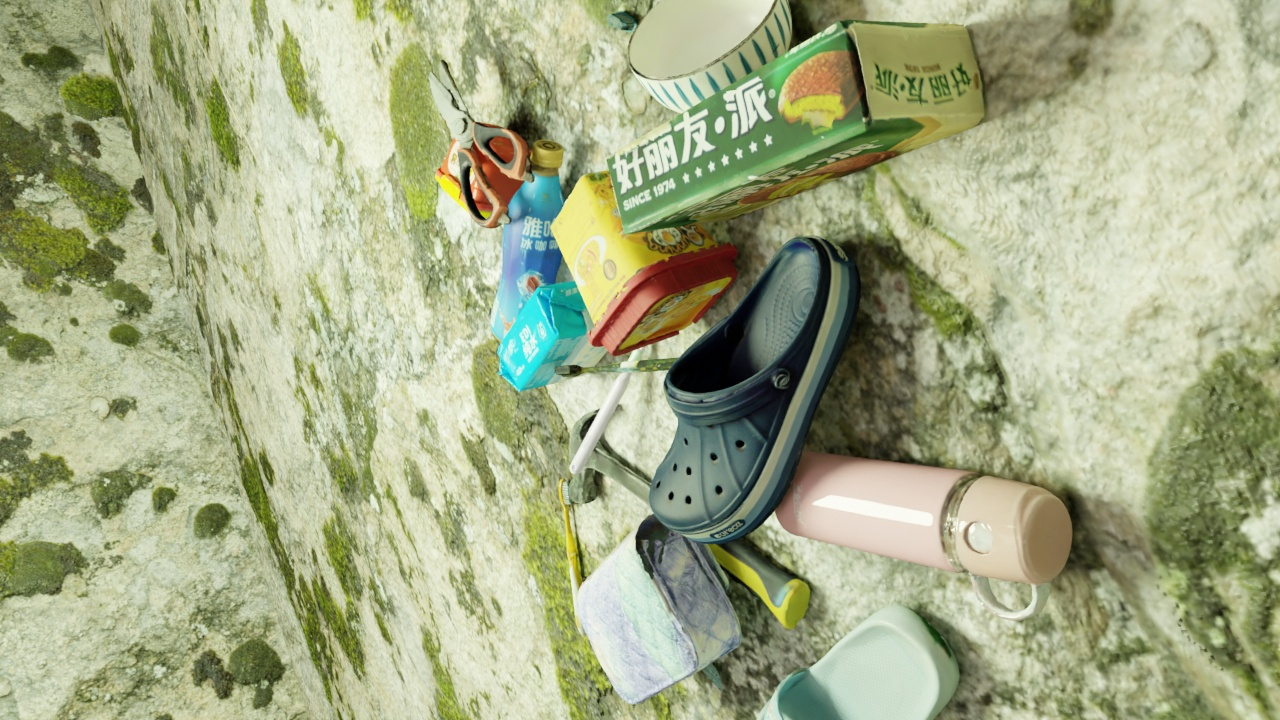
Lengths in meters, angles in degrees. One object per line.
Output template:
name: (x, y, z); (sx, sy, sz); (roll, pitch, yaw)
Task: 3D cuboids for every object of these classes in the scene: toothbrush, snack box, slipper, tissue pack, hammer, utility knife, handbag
toothbrush: (-0.005, 0.005, 0.828); (0.186, 0.017, 0.012); (-4, 80, 37)
snack box: (-0.159, -0.201, 0.964); (0.091, 0.081, 0.080); (43, 120, 36)
snack box: (0.090, -0.146, 0.608); (0.241, 0.114, 0.063); (-12, 91, 54)
slipper: (0.154, 0.278, 0.708); (0.104, 0.074, 0.246); (52, 137, 27)
tissue pack: (-0.079, -0.027, 0.900); (0.063, 0.089, 0.140); (63, 143, 18)
toothbrush: (0.030, -0.247, 0.735); (0.191, 0.018, 0.016); (42, 133, 38)
toothbrush: (-0.074, 0.227, 1.050); (0.018, 0.016, 0.191); (3, 104, 44)
slipper: (0.069, 0.025, 0.662); (0.253, 0.095, 0.105); (-64, 26, 19)
hammer: (0.031, 0.141, 0.862); (0.323, 0.031, 0.126); (29, 125, 45)
utility knife: (0.019, 0.260, 0.931); (0.198, 0.021, 0.031); (45, 139, 44)
handbag: (0.012, 0.229, 0.842); (0.134, 0.075, 0.194); (60, 147, 16)
toothbrush: (-0.027, 0.035, 0.873); (0.029, 0.021, 0.189); (40, 117, 27)

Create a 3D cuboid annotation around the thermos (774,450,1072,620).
thermos: (0.182, 0.112, 0.615); (0.199, 0.067, 0.087); (3, 98, 52)

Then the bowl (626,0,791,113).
bowl: (0.056, -0.218, 0.651); (0.116, 0.116, 0.066); (31, 168, 45)

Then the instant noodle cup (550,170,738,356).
instant noodle cup: (-0.003, -0.087, 0.748); (0.123, 0.116, 0.116); (59, 142, 14)

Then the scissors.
scissors: (-0.162, -0.229, 0.911); (0.198, 0.015, 0.205); (0, 84, 40)

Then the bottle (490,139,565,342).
bottle: (-0.109, -0.116, 0.933); (0.065, 0.065, 0.219); (43, 133, 37)
